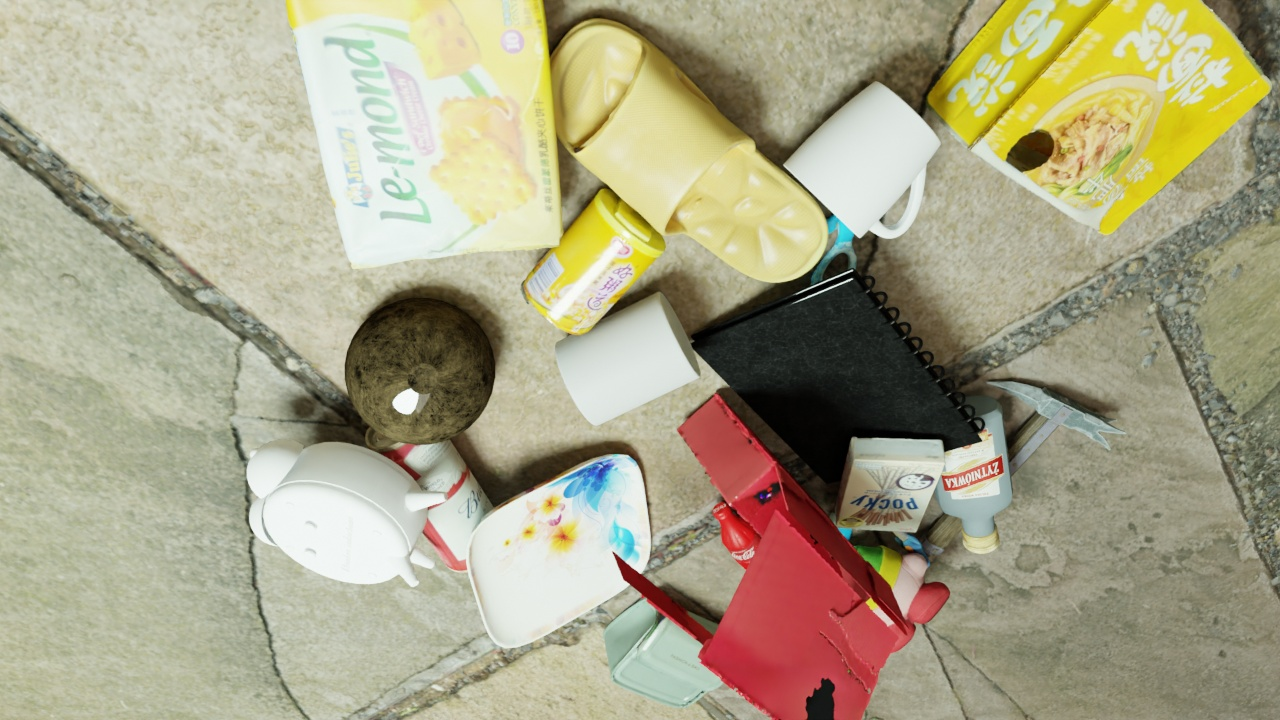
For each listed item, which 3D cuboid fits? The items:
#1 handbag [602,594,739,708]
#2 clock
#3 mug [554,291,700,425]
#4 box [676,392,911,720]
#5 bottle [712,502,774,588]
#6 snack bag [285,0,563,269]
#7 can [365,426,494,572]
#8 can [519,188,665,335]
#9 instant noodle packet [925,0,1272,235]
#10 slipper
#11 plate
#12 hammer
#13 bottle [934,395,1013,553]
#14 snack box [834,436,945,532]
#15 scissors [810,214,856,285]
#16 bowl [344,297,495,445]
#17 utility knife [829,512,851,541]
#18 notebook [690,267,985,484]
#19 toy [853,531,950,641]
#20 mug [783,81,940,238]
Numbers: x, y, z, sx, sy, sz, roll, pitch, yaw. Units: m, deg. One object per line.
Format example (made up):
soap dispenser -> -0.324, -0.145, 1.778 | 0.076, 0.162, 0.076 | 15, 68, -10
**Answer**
handbag -> 0.031, 0.318, 1.004 | 0.121, 0.067, 0.106 | 32, 114, -26
clock -> -0.250, 0.134, 0.765 | 0.161, 0.072, 0.126 | 19, 133, -2
mug -> -0.005, 0.005, 0.777 | 0.097, 0.078, 0.112 | -26, 153, 10
box -> 0.137, 0.185, 0.775 | 0.124, 0.314, 0.211 | -28, 126, 23
bottle -> 0.106, 0.187, 0.940 | 0.036, 0.036, 0.119 | -27, 124, 11
snack bag -> -0.139, -0.180, 0.625 | 0.159, 0.068, 0.248 | -4, 126, -4
can -> -0.182, 0.119, 0.831 | 0.067, 0.067, 0.170 | -20, 125, 6
can -> -0.037, -0.076, 0.714 | 0.067, 0.067, 0.105 | 33, 115, -27
instant noodle packet -> 0.355, -0.193, 0.689 | 0.221, 0.084, 0.163 | 22, 121, -29
slipper -> 0.038, -0.136, 0.676 | 0.263, 0.078, 0.100 | 33, 118, -25
plate -> -0.076, 0.180, 0.880 | 0.186, 0.016, 0.187 | -25, 130, -23
hammer -> 0.333, 0.155, 0.955 | 0.147, 0.028, 0.318 | 24, 119, -14
bottle -> 0.322, 0.115, 0.892 | 0.072, 0.046, 0.161 | -11, 115, 15
snack box -> 0.234, 0.121, 0.877 | 0.082, 0.026, 0.150 | 1, 145, 6
scissors -> 0.160, -0.119, 0.746 | 0.090, 0.014, 0.141 | 19, 123, -18
bowl -> -0.173, 0.012, 0.730 | 0.121, 0.056, 0.121 | -2, 96, -15
utility knife -> 0.203, 0.244, 1.007 | 0.031, 0.015, 0.210 | 1, 121, -7
notebook -> 0.179, 0.024, 0.811 | 0.170, 0.019, 0.231 | -22, 128, 34
toy -> 0.245, 0.226, 0.950 | 0.124, 0.131, 0.096 | -54, 160, 24
mug -> 0.178, -0.142, 0.691 | 0.114, 0.081, 0.088 | 35, 107, -30
